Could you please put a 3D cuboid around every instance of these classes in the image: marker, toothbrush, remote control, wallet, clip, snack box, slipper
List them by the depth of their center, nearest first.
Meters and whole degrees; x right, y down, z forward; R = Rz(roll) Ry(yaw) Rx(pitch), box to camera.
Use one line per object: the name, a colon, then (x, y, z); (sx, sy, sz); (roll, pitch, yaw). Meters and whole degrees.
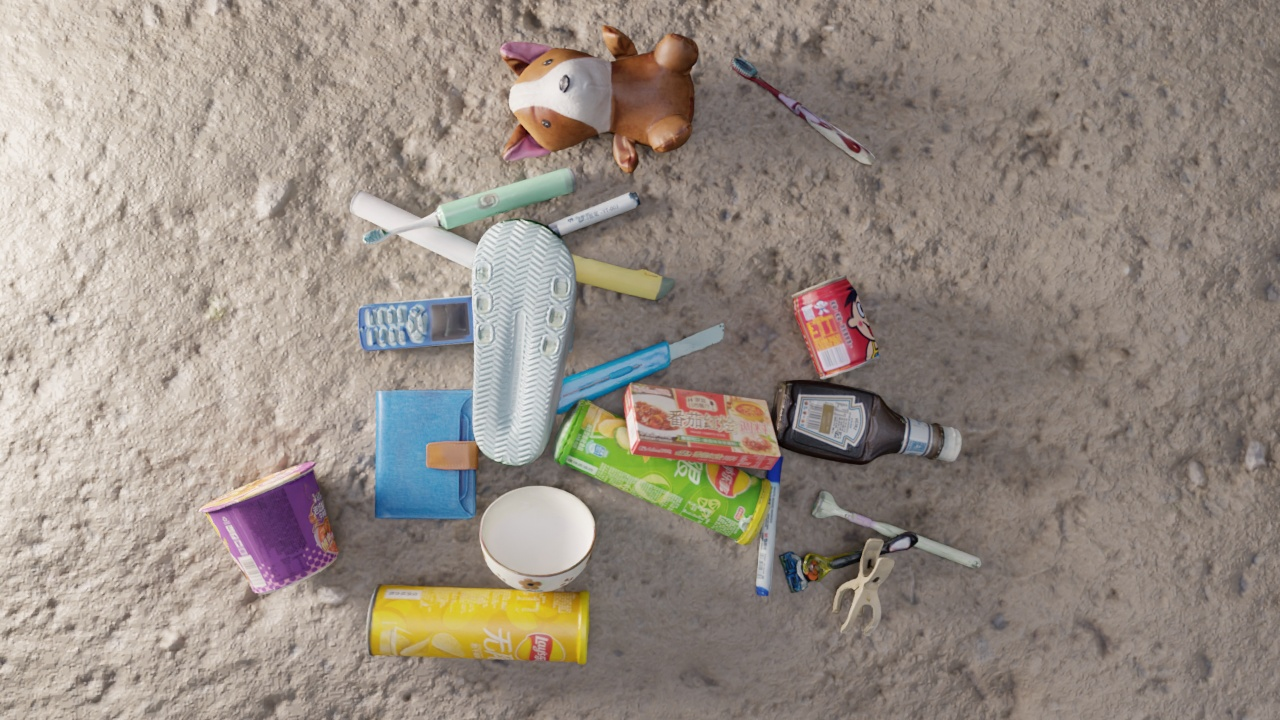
snack box: (0.060, 0.066, 0.916); (0.152, 0.026, 0.075); (8, 46, -18)
slipper: (-0.115, -0.017, 0.920); (0.104, 0.074, 0.245); (6, 95, 10)
toothbrush: (-0.171, -0.154, 0.932); (0.224, 0.027, 0.026); (-19, 84, -13)
wallet: (-0.217, 0.095, 0.932); (0.106, 0.040, 0.133); (0, 88, 1)
remote control: (-0.225, -0.038, 0.942); (0.125, 0.024, 0.049); (-5, 88, -3)
clip: (0.226, 0.227, 0.943); (0.034, 0.081, 0.104); (7, 102, -10)
toothbrush: (-0.193, -0.117, 0.946); (0.221, 0.026, 0.026); (25, 111, -2)
marker: (0.135, 0.172, 0.959); (0.017, 0.017, 0.145); (6, 87, -3)
marker: (-0.062, -0.145, 0.960); (0.130, 0.018, 0.022); (-21, 99, -4)
toothbrush: (0.272, 0.182, 0.967); (0.189, 0.020, 0.029); (21, 93, -3)
toothbrush: (0.175, -0.267, 0.979); (0.187, 0.017, 0.016); (36, 86, -1)

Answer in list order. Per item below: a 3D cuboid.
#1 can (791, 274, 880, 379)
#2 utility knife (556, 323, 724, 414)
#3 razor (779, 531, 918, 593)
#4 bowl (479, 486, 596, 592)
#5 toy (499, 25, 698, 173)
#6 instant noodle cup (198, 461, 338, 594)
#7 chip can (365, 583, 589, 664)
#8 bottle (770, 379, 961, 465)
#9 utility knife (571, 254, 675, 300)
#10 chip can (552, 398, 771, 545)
can: (0.200, -0.035, 0.946); (0.066, 0.066, 0.094); (-21, 89, -4)
utility knife: (-0.006, 0.006, 0.957); (0.206, 0.018, 0.034); (-22, 89, -5)
razor: (0.219, 0.204, 0.951); (0.143, 0.022, 0.042); (-17, 91, 5)
bowl: (-0.103, 0.186, 0.911); (0.113, 0.113, 0.062); (6, 129, -3)
toy: (-0.044, -0.262, 0.921); (0.199, 0.130, 0.140); (4, 93, 6)
instant noodle cup: (-0.351, 0.164, 0.890); (0.111, 0.111, 0.099); (-22, 98, -4)
chip can: (-0.157, 0.261, 0.909); (0.213, 0.072, 0.072); (3, 87, -4)
bottle: (0.235, 0.071, 0.957); (0.195, 0.044, 0.080); (11, 87, -4)
utility knife: (-0.060, -0.096, 0.952); (0.194, 0.020, 0.031); (14, 93, -13)
chip can: (0.020, 0.111, 0.927); (0.221, 0.072, 0.072); (24, 86, -3)
